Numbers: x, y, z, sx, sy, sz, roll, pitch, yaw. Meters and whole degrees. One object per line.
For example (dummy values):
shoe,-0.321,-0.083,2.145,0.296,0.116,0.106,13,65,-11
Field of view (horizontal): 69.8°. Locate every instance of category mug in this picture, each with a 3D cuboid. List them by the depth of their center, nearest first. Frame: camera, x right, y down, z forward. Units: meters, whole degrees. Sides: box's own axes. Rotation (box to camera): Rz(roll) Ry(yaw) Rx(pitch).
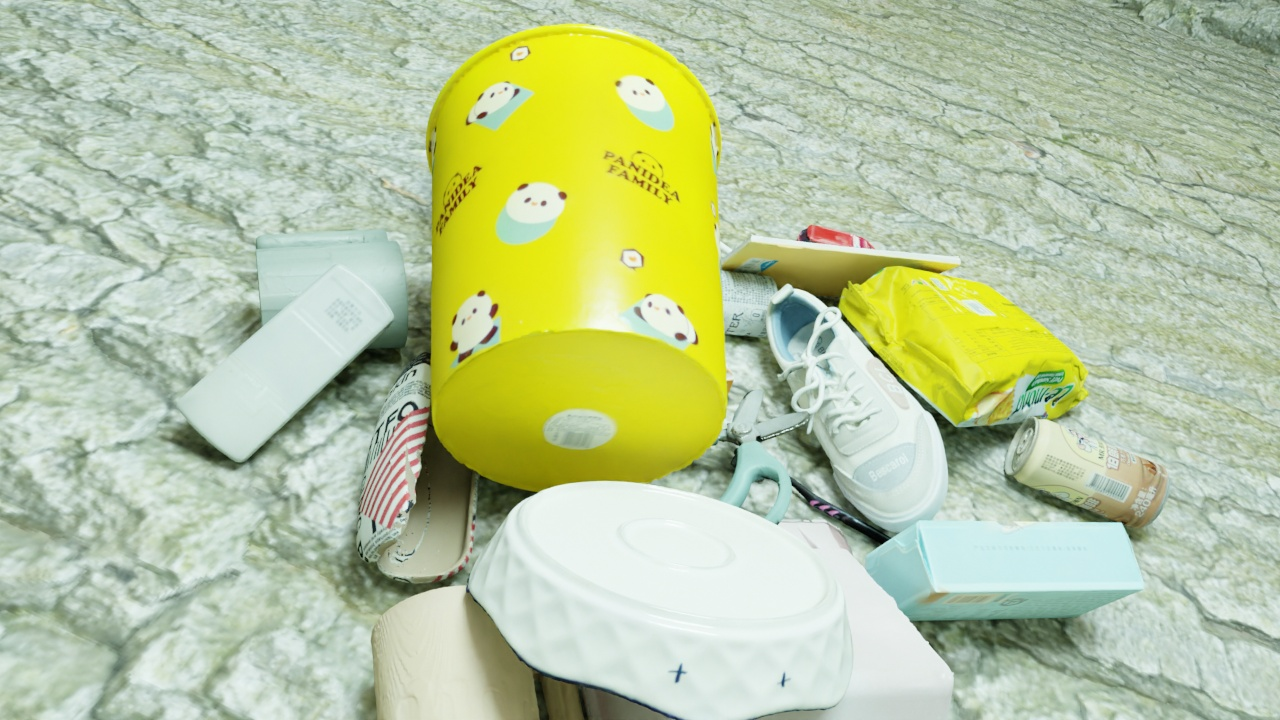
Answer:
mug,-0.079,0.190,0.486,0.124,0.084,0.103,24,32,-36
mug,-0.241,-0.061,0.711,0.103,0.084,0.124,-5,43,-23

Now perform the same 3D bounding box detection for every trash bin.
trash bin,-0.043,-0.062,0.642,0.229,0.230,0.254,6,51,-14

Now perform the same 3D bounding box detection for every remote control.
remote control,-0.240,0.000,0.630,0.058,0.021,0.149,45,67,-6

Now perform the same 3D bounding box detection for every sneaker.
sneaker,0.165,0.024,0.735,0.089,0.091,0.242,-33,42,11

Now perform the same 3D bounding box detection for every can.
can,0.375,0.094,0.774,0.116,0.059,0.058,22,39,7
can,0.048,-0.056,0.831,0.146,0.058,0.058,5,40,-15

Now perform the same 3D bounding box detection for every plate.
plate,0.015,0.116,0.490,0.205,0.045,0.204,12,11,-3

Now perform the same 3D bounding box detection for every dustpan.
dustpan,0.063,0.209,0.560,0.222,0.139,0.273,5,12,-15

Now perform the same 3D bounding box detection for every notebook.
notebook,0.170,-0.083,0.863,0.206,0.146,0.010,3,79,-16

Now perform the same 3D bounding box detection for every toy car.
toy car,0.220,-0.107,0.969,0.120,0.045,0.052,18,40,-3

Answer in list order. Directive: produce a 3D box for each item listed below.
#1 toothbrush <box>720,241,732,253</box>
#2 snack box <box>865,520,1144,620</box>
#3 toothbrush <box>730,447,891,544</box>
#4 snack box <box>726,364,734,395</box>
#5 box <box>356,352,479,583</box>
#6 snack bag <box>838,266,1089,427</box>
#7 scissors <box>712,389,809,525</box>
toothbrush,0.036,-0.157,0.973,0.026,0.026,0.221,-33,60,-31
snack box,0.253,0.148,0.643,0.174,0.074,0.051,4,60,-16
toothbrush,0.151,0.119,0.698,0.189,0.014,0.017,30,57,14
snack box,-0.005,0.004,0.764,0.153,0.026,0.075,-5,45,-23
box,-0.140,0.074,0.611,0.087,0.076,0.162,31,30,-30
snack bag,0.295,-0.017,0.824,0.246,0.068,0.158,1,40,-45
scissors,0.054,0.079,0.653,0.170,0.019,0.181,-14,34,-8
